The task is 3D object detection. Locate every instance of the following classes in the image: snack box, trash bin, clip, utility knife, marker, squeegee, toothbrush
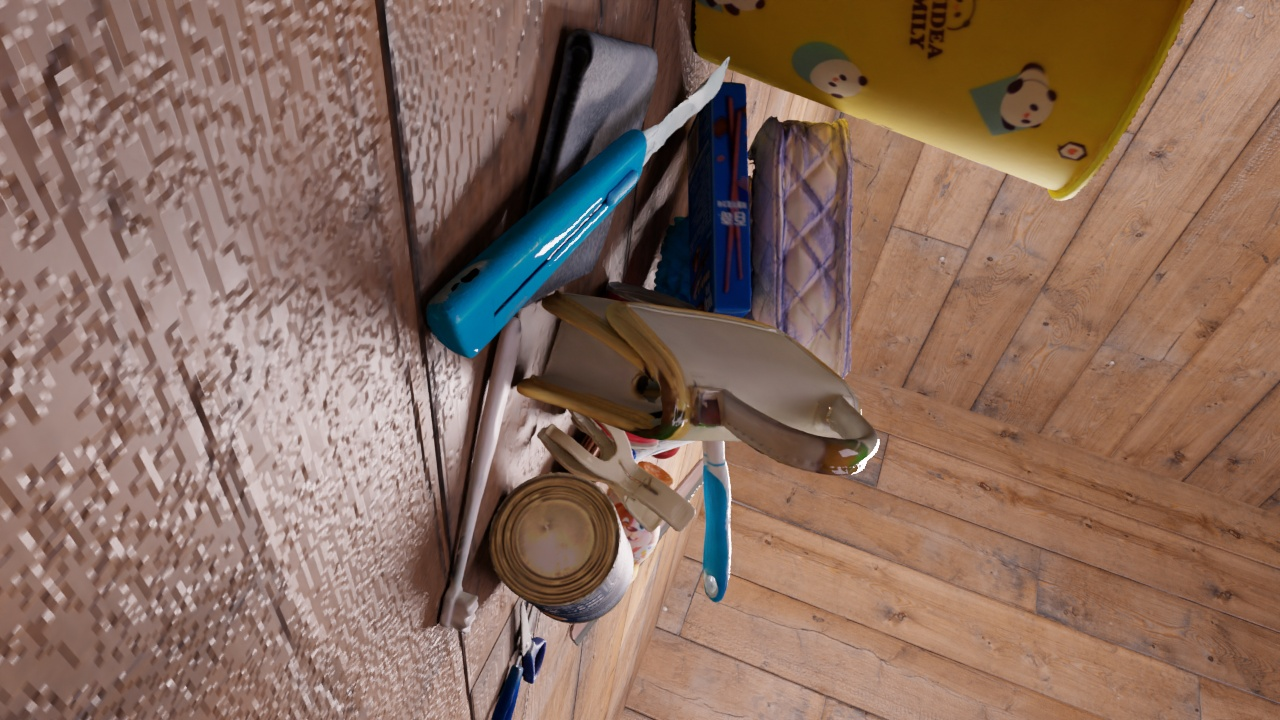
[{"bbox_3d":[0.052,-0.098,0.624,0.085,0.026,0.157,124,-34,-77],"label":"snack box"},{"bbox_3d":[0.183,-0.247,0.577,0.229,0.255,0.229,20,89,-80],"label":"trash bin"},{"bbox_3d":[-0.014,0.065,0.546,0.034,0.100,0.071,-48,-170,-23],"label":"clip"},{"bbox_3d":[-0.013,-0.080,0.403,0.237,0.018,0.034,-52,158,-38],"label":"utility knife"},{"bbox_3d":[0.022,0.073,0.822,0.145,0.017,0.017,-13,127,-44],"label":"marker"},{"bbox_3d":[-0.017,0.145,0.892,0.247,0.040,0.250,-50,159,-17],"label":"squeegee"},{"bbox_3d":[-0.076,0.061,0.444,0.016,0.016,0.180,-56,163,-65],"label":"toothbrush"}]

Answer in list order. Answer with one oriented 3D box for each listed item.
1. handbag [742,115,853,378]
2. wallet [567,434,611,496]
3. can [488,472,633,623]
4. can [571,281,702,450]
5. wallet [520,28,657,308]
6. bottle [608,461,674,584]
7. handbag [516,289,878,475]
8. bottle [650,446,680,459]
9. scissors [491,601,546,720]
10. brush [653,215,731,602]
[{"bbox_3d":[0.099,-0.069,0.652,0.134,0.075,0.193,117,-24,-79],"label":"handbag"},{"bbox_3d":[-0.032,0.083,0.685,0.130,0.035,0.119,-59,165,-57],"label":"wallet"},{"bbox_3d":[-0.045,0.115,0.552,0.111,0.075,0.075,82,29,-70],"label":"can"},{"bbox_3d":[-0.003,0.003,0.590,0.066,0.066,0.094,-33,141,-75],"label":"can"},{"bbox_3d":[-0.027,-0.089,0.425,0.097,0.019,0.121,-41,151,-67],"label":"wallet"},{"bbox_3d":[-0.013,0.137,0.769,0.108,0.063,0.063,-60,174,15],"label":"bottle"},{"bbox_3d":[0.049,0.013,0.462,0.163,0.179,0.063,6,100,-47],"label":"handbag"},{"bbox_3d":[0.026,0.034,0.853,0.175,0.057,0.057,95,17,-56],"label":"bottle"},{"bbox_3d":[-0.093,0.233,0.711,0.162,0.012,0.164,77,33,-71],"label":"scissors"},{"bbox_3d":[0.051,0.048,0.743,0.109,0.061,0.314,5,93,-49],"label":"brush"}]
